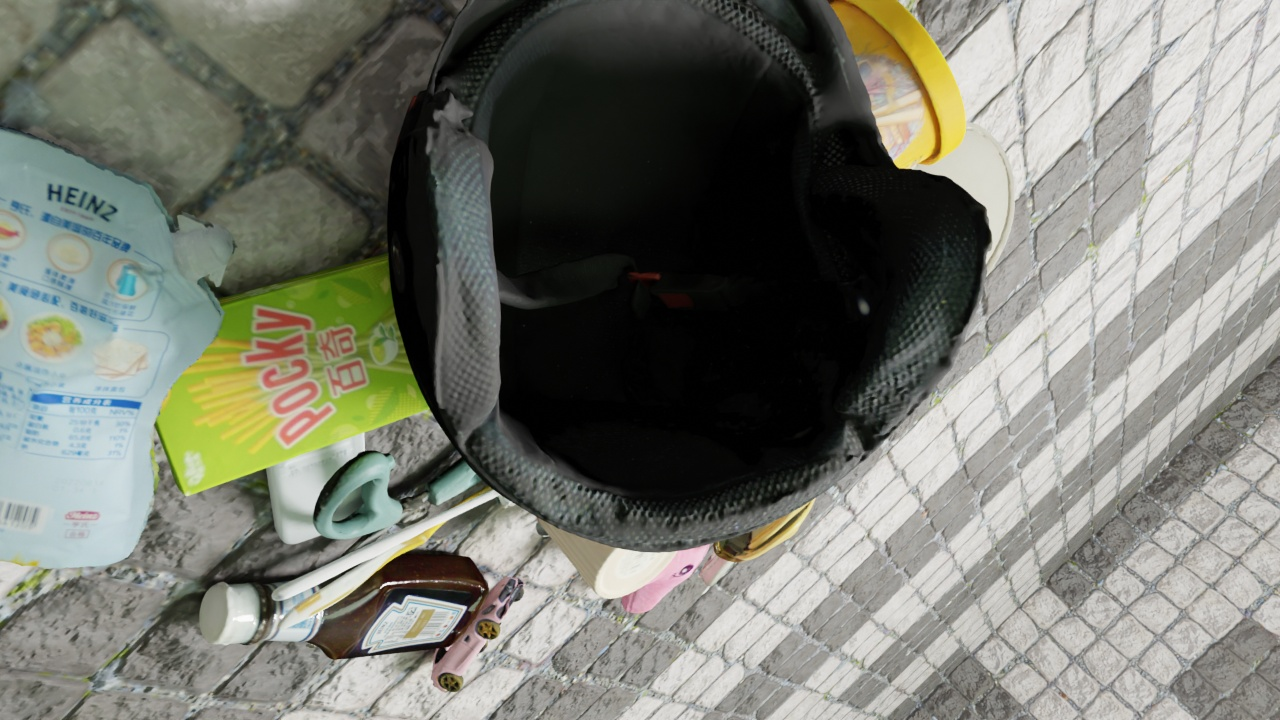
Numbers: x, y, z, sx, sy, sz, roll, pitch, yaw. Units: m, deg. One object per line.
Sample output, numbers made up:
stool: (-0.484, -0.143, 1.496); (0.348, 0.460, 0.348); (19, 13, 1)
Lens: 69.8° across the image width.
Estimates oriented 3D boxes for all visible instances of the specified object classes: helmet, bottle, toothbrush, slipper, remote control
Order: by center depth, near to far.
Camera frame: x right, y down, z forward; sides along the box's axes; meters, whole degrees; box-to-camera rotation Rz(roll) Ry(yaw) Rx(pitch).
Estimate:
helmet: (0.000, -0.052, 0.428); (0.233, 0.231, 0.274); (5, 82, -18)
remote control: (-0.187, 0.053, 0.528); (0.055, 0.020, 0.136); (-19, 141, -30)
toothbrush: (-0.146, 0.114, 0.588); (0.179, 0.016, 0.016); (-21, 167, -36)
toothbrush: (-0.149, 0.122, 0.603); (0.190, 0.018, 0.016); (-32, 166, -37)
bottle: (-0.195, 0.167, 0.621); (0.194, 0.044, 0.080); (15, 115, -50)
slipper: (0.192, -0.066, 0.689); (0.274, 0.114, 0.054); (-56, -168, -16)

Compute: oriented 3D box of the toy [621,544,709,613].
toy: (0.018, 0.148, 0.782); (0.178, 0.074, 0.195); (-33, 145, -42)

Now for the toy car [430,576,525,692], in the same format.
toy car: (-0.132, 0.215, 0.727); (0.123, 0.037, 0.056); (-55, -178, 29)

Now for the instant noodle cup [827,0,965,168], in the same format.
instant noodle cup: (0.108, -0.141, 0.547); (0.114, 0.118, 0.118); (-36, 146, 2)

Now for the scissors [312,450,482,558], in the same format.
scissors: (-0.130, 0.069, 0.569); (0.171, 0.019, 0.170); (-38, 165, -7)

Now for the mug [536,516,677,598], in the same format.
mug: (-0.033, 0.100, 0.658); (0.081, 0.106, 0.115); (-37, 145, -11)

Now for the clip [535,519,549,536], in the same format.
clip: (-0.057, 0.122, 0.730); (0.057, 0.025, 0.037); (-23, 148, -27)

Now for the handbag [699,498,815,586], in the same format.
handbag: (0.114, 0.121, 0.809); (0.179, 0.063, 0.163); (-62, 171, 27)

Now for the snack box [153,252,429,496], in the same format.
snack box: (-0.164, 0.000, 0.463); (0.156, 0.026, 0.086); (-20, 112, -29)

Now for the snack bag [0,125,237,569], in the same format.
snack bag: (-0.246, 0.003, 0.384); (0.110, 0.038, 0.191); (23, 112, -16)
